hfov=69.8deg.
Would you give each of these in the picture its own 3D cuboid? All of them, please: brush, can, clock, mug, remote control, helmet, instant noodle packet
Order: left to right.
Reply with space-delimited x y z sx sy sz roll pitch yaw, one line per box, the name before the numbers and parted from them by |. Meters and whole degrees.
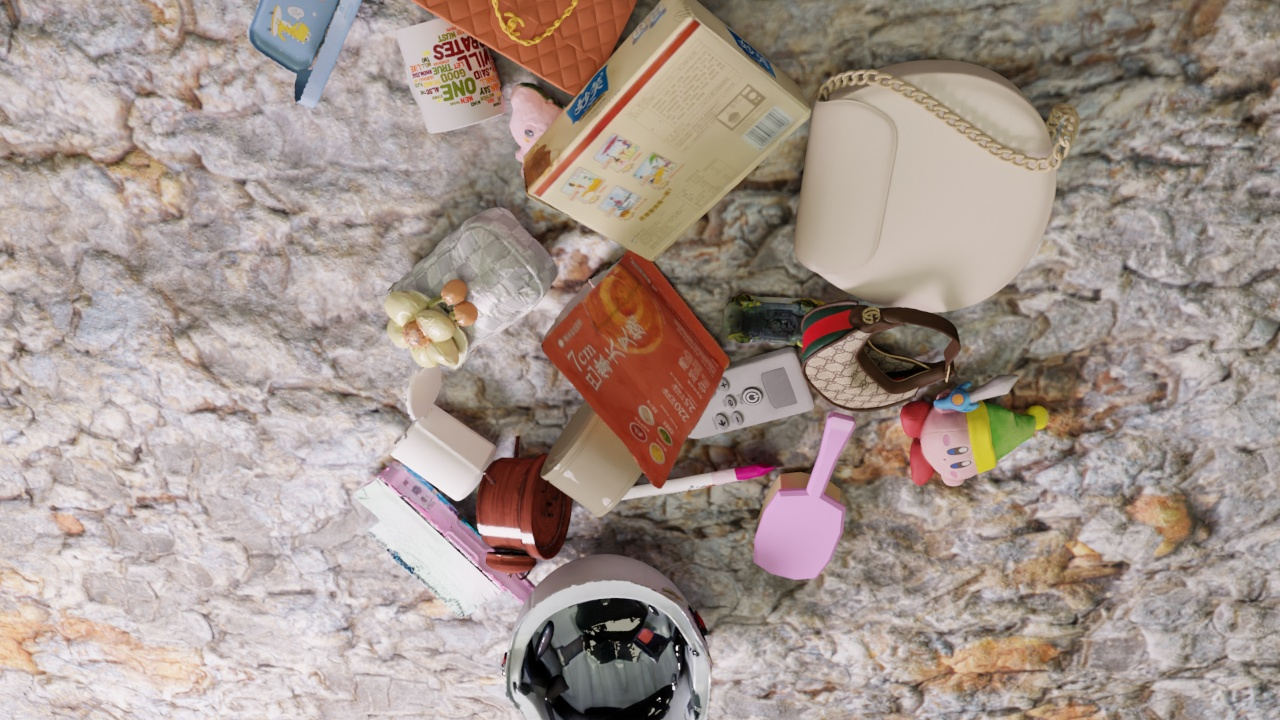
mug | -0.178 -0.258 0.826 0.105 0.073 0.090 8 122 45
clock | -0.130 0.177 1.041 0.072 0.120 0.158 2 112 18
can | -0.040 0.092 0.971 0.073 0.127 0.128 36 119 -9
helmet | -0.040 0.329 1.086 0.236 0.163 0.264 -17 114 2
instant noodle packet | -0.005 0.005 0.852 0.084 0.220 0.164 -34 102 23
remote control | 0.103 0.039 0.978 0.151 0.019 0.074 -16 116 18
brush | 0.188 0.145 1.011 0.089 0.043 0.229 14 121 1

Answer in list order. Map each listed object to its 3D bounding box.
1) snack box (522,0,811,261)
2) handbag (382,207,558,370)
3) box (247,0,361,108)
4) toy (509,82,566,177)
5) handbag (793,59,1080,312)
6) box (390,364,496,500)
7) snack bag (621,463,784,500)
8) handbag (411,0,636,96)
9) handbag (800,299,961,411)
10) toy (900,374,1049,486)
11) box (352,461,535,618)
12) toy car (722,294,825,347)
snack box | 0.019 -0.194 0.799 0.153 0.055 0.208 24 128 -37
handbag | -0.173 -0.065 0.905 0.172 0.123 0.112 -34 103 31
box | -0.274 -0.337 0.812 0.120 0.049 0.210 50 121 20
toy | -0.081 -0.202 0.852 0.102 0.050 0.093 25 119 -4
handbag | 0.246 -0.147 0.799 0.209 0.103 0.211 8 119 9
box | -0.216 0.076 1.014 0.136 0.083 0.144 35 137 -10
snack bag | 0.058 0.136 1.019 0.197 0.070 0.016 -12 81 16
handbag | -0.094 -0.304 0.750 0.171 0.060 0.109 24 102 -30
handbag | 0.232 -0.004 0.872 0.139 0.063 0.166 -13 147 32
toy | 0.338 0.065 0.931 0.132 0.096 0.124 -3 115 32
box | -0.240 0.219 1.123 0.159 0.066 0.230 -24 115 43
toy car | 0.135 -0.042 0.917 0.105 0.033 0.048 4 122 3
